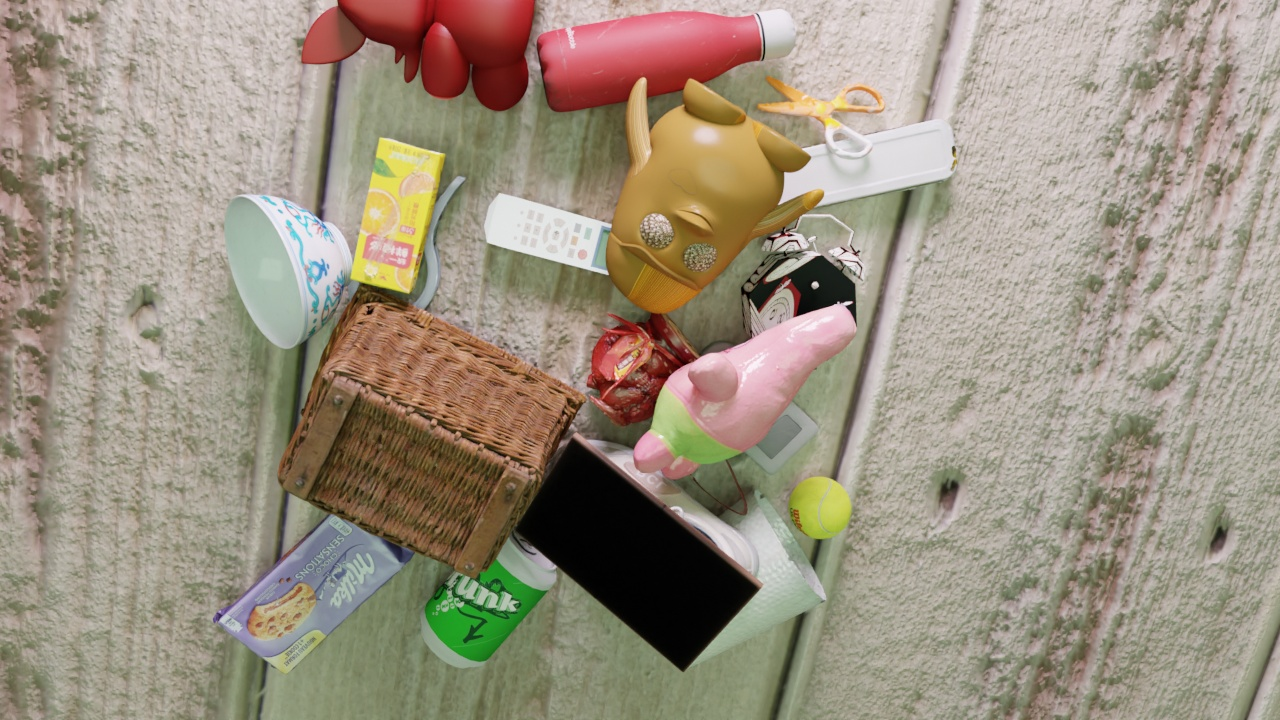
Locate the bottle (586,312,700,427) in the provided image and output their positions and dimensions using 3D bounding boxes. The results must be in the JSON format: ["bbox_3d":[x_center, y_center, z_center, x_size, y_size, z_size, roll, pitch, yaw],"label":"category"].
[{"bbox_3d":[-0.005,0.005,0.907,0.111,0.099,0.099,-39,103,8],"label":"bottle"}]

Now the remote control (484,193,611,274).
[{"bbox_3d":[-0.082,-0.123,0.906,0.143,0.024,0.049,14,97,-12],"label":"remote control"}]

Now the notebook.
[{"bbox_3d":[-0.008,0.178,0.838,0.209,0.008,0.142,38,124,8],"label":"notebook"}]

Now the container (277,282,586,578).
[{"bbox_3d":[-0.199,0.072,0.847,0.250,0.183,0.162,27,109,-10],"label":"container"}]

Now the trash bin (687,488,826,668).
[{"bbox_3d":[0.088,0.232,0.953,0.161,0.133,0.133,-34,103,8],"label":"trash bin"}]

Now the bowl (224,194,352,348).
[{"bbox_3d":[-0.319,-0.090,0.859,0.074,0.144,0.144,-25,108,-40],"label":"bowl"}]

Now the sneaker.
[{"bbox_3d":[0.000,0.147,0.890,0.242,0.090,0.089,30,93,25],"label":"sneaker"}]

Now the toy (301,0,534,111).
[{"bbox_3d":[-0.185,-0.316,0.808,0.197,0.120,0.158,9,104,-16],"label":"toy"}]

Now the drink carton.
[{"bbox_3d":[-0.226,-0.134,0.856,0.058,0.043,0.135,14,102,-8],"label":"drink carton"}]

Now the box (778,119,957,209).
[{"bbox_3d":[0.211,-0.190,0.913,0.209,0.033,0.064,-13,101,-3],"label":"box"}]

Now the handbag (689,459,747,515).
[{"bbox_3d":[0.070,0.111,0.935,0.055,0.029,0.119,-41,59,4],"label":"handbag"}]

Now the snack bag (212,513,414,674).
[{"bbox_3d":[-0.332,0.225,0.951,0.205,0.058,0.096,-42,105,3],"label":"snack bag"}]

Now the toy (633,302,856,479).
[{"bbox_3d":[0.095,0.024,0.851,0.237,0.192,0.097,-38,73,11],"label":"toy"}]

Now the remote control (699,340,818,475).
[{"bbox_3d":[0.112,0.048,0.964,0.151,0.019,0.074,43,96,-12],"label":"remote control"}]

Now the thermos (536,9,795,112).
[{"bbox_3d":[0.026,-0.287,0.854,0.240,0.073,0.073,-11,103,-3],"label":"thermos"}]

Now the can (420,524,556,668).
[{"bbox_3d":[-0.158,0.244,0.953,0.088,0.087,0.140,39,97,-12],"label":"can"}]

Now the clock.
[{"bbox_3d":[0.166,-0.071,0.918,0.114,0.065,0.155,16,102,-8],"label":"clock"}]

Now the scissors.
[{"bbox_3d":[0.172,-0.234,0.892,0.133,0.012,0.096,3,79,-1],"label":"scissors"}]

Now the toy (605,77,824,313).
[{"bbox_3d":[0.043,-0.137,0.843,0.198,0.162,0.204,31,107,-8],"label":"toy"}]

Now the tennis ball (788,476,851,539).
[{"bbox_3d":[0.190,0.156,0.971,0.065,0.065,0.065,-1,103,-5],"label":"tennis ball"}]

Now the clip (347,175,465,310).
[{"bbox_3d":[-0.208,-0.106,0.901,0.127,0.028,0.167,24,101,-10],"label":"clip"}]
